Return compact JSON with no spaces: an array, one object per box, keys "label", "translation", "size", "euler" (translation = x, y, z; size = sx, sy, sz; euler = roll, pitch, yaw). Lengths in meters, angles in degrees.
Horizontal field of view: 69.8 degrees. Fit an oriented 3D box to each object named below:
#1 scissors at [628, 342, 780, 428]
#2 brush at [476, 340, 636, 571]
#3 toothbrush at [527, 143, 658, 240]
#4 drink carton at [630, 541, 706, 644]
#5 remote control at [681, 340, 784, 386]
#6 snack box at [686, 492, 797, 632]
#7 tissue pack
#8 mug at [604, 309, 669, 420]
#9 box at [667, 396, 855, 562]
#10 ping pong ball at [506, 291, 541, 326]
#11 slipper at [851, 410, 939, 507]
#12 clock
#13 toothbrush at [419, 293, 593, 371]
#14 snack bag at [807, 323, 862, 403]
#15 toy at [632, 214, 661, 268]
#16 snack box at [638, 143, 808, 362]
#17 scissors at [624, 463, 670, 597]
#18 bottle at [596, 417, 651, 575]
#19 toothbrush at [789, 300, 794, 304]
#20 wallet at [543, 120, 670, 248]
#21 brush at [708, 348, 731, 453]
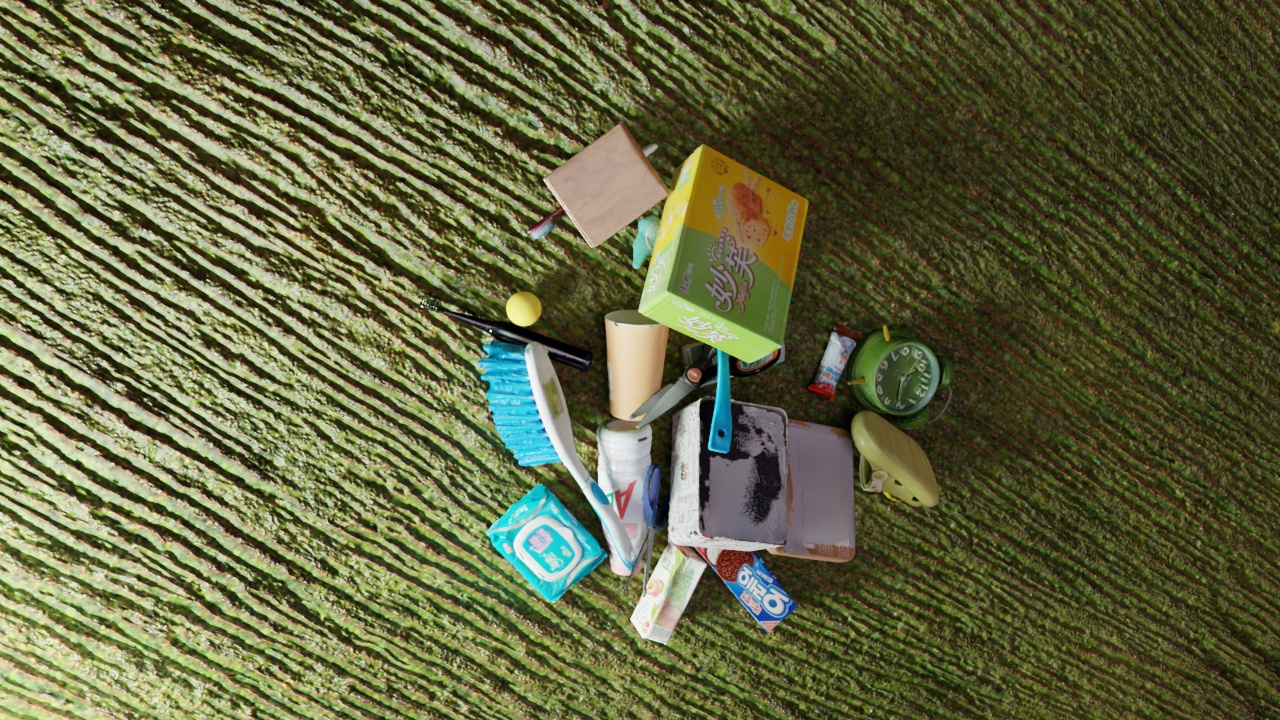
[{"label":"scissors","translation":[0.085,0.022,1.105],"size":[0.148,0.022,0.234],"euler":[28,61,1]},{"label":"brush","translation":[-0.094,0.119,1.087],"size":[0.110,0.060,0.315],"euler":[-8,110,23]},{"label":"toothbrush","translation":[-0.054,-0.199,1.077],"size":[0.187,0.016,0.017],"euler":[-36,118,-7]},{"label":"drink carton","translation":[0.038,0.302,1.195],"size":[0.045,0.053,0.122],"euler":[25,94,-23]},{"label":"remote control","translation":[0.120,-0.009,1.172],"size":[0.135,0.019,0.056],"euler":[-16,106,-14]},{"label":"snack box","translation":[0.126,0.267,1.214],"size":[0.058,0.057,0.207],"euler":[-41,110,-5]},{"label":"tissue pack","translation":[-0.115,0.226,1.131],"size":[0.093,0.050,0.133],"euler":[-43,111,-6]},{"label":"mug","translation":[-0.007,0.006,1.108],"size":[0.078,0.078,0.123],"euler":[-2,107,-18]},{"label":"box","translation":[0.167,0.154,1.159],"size":[0.259,0.082,0.176],"euler":[12,70,-24]},{"label":"ping pong ball","translation":[-0.136,-0.060,1.067],"size":[0.040,0.040,0.040],"euler":[-4,103,-17]},{"label":"slipper","translation":[0.332,0.138,1.248],"size":[0.082,0.091,0.190],"euler":[-30,127,32]},{"label":"clock","translation":[0.355,0.027,1.235],"size":[0.161,0.056,0.116],"euler":[31,92,-22]},{"label":"toothbrush","translation":[-0.155,-0.033,1.075],"size":[0.212,0.026,0.027],"euler":[21,118,-20]},{"label":"snack bag","translation":[0.255,0.004,1.214],"size":[0.045,0.026,0.105],"euler":[21,93,-18]},{"label":"toy","translation":[0.036,-0.151,1.110],"size":[0.091,0.030,0.096],"euler":[9,91,-24]},{"label":"snack box","translation":[0.101,-0.123,1.065],"size":[0.157,0.070,0.209],"euler":[24,64,-20]},{"label":"scissors","translation":[0.016,0.203,1.132],"size":[0.012,0.162,0.175],"euler":[8,116,24]},{"label":"bottle","translation":[-0.018,0.172,1.143],"size":[0.068,0.068,0.197],"euler":[-6,106,-17]},{"label":"toothbrush","translation":[0.110,-0.080,1.157],"size":[0.189,0.014,0.016],"euler":[1,77,-19]},{"label":"wallet","translation":[-0.038,-0.202,1.061],"size":[0.115,0.020,0.101],"euler":[-37,104,-3]},{"label":"brush","translation":[0.097,-0.013,1.089],"size":[0.083,0.046,0.254],"euler":[12,64,-18]}]
